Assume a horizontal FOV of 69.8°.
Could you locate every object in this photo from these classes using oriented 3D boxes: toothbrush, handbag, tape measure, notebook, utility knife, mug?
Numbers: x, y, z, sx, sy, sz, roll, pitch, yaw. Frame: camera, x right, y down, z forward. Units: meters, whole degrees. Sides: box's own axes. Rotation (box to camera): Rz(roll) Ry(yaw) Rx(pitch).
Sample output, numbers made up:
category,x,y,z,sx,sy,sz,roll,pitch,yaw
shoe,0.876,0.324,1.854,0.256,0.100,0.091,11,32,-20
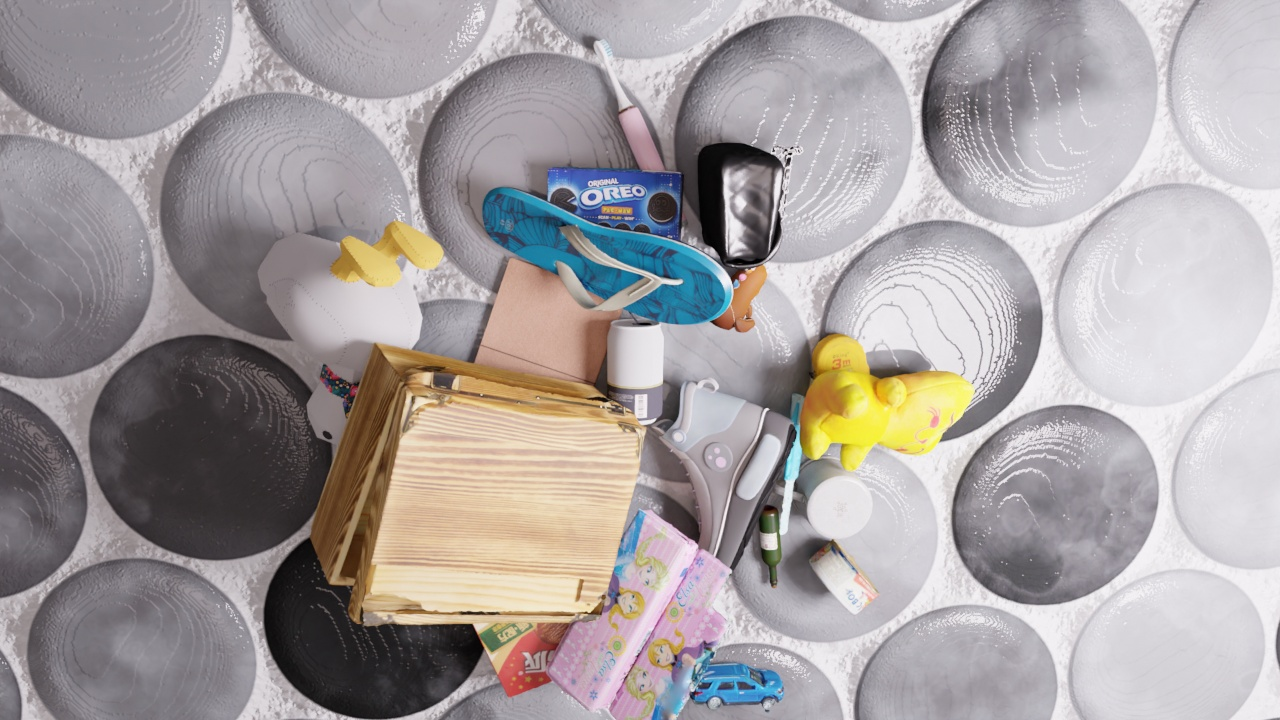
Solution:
category,x,y,z,sx,sy,sz,roll,pitch,yaw
toothbrush,-0.001,-0.247,1.016,0.026,0.027,0.222,-35,107,-40
handbag,0.121,-0.165,0.982,0.114,0.153,0.125,-1,108,-8
tape measure,0.233,-0.002,1.085,0.068,0.030,0.059,-13,103,-4
notebook,-0.118,0.001,1.072,0.141,0.008,0.209,19,101,-8
utility knife,0.177,0.121,1.082,0.022,0.015,0.168,15,75,-11
mug,0.215,0.163,1.101,0.113,0.070,0.084,7,102,-7

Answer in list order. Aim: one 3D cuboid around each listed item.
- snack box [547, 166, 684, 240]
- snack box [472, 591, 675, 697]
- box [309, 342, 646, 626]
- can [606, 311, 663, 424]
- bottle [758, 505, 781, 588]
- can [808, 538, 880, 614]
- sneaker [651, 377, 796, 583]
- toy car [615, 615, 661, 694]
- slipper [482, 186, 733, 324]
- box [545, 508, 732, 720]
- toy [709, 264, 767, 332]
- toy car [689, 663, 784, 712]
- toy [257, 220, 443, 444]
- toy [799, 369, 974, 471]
category,x,y,z,sx,sy,sz,roll,pitch,yaw
snack box,-0.028,-0.171,1.014,0.150,0.027,0.082,3,107,8
snack box,-0.074,0.311,1.118,0.236,0.060,0.113,-21,105,1
box,-0.157,0.129,0.955,0.278,0.176,0.247,13,104,-35
can,-0.006,0.006,1.053,0.064,0.064,0.127,0,103,-4
bottle,0.162,0.232,1.135,0.025,0.025,0.106,-7,103,-3
can,0.248,0.263,1.117,0.043,0.086,0.086,-41,102,5
sneaker,0.070,0.151,1.089,0.160,0.092,0.257,28,113,13
toy car,0.004,0.341,1.076,0.047,0.047,0.112,27,98,-32
slipper,-0.047,-0.099,0.983,0.295,0.060,0.118,23,141,9
box,0.006,0.304,1.029,0.159,0.035,0.230,33,98,27
toy,0.104,-0.083,1.025,0.070,0.103,0.090,37,82,26
toy car,0.121,0.410,1.157,0.120,0.056,0.043,1,101,-3
toy,-0.319,-0.031,0.993,0.246,0.140,0.268,41,122,6
toy,0.276,0.060,1.061,0.193,0.087,0.135,0,136,-22
